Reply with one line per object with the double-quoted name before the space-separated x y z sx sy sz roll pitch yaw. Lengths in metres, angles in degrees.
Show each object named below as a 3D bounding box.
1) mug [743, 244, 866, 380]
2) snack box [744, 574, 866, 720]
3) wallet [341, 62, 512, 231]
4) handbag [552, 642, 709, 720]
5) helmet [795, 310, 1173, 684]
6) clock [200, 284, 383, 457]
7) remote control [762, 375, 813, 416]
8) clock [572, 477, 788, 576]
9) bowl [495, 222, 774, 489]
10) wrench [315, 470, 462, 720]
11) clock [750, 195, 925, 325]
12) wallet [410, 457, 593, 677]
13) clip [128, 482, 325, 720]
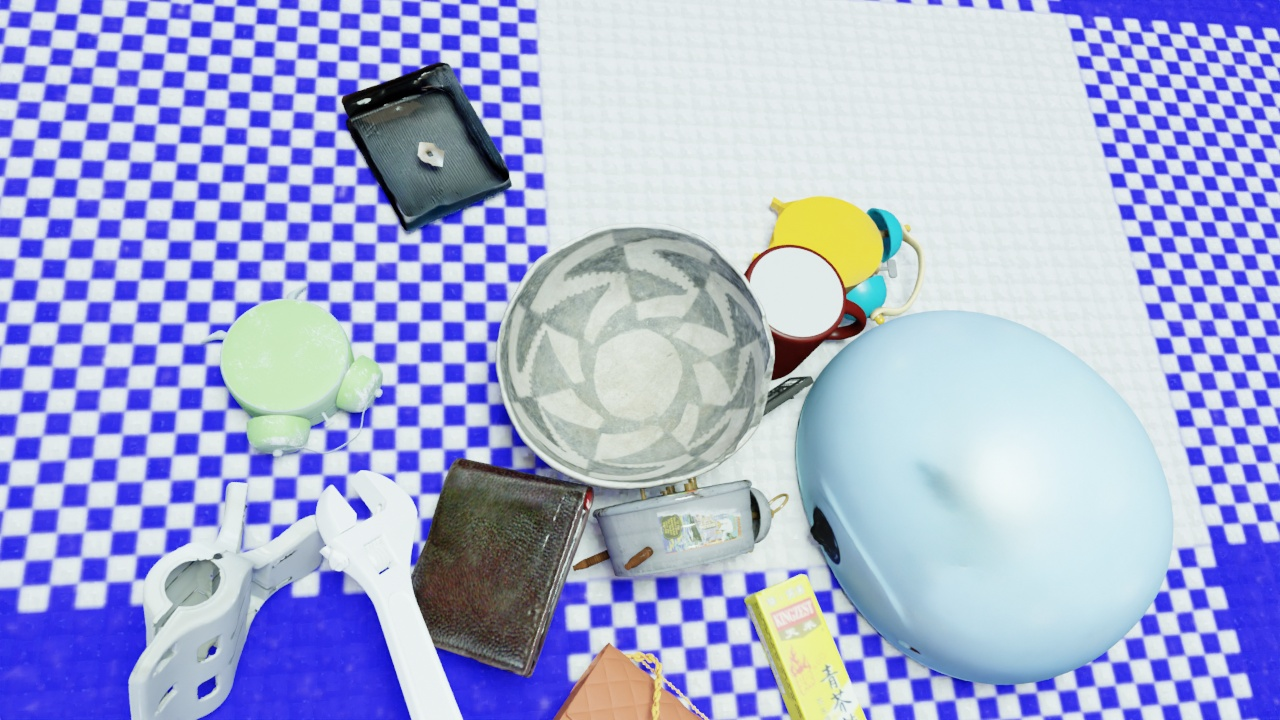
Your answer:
"mug" 0.114 -0.032 0.662 0.105 0.083 0.073 4 70 -9
"snack box" 0.116 0.218 0.601 0.040 0.029 0.148 -17 74 -16
"wallet" -0.160 -0.159 0.687 0.089 0.026 0.115 -26 77 -18
"handbag" 0.025 0.256 0.542 0.172 0.060 0.108 39 36 4
"helmet" 0.227 0.073 0.605 0.225 0.167 0.265 -28 68 -9
"clock" -0.228 0.009 0.605 0.094 0.043 0.119 -35 80 -19
"remote control" 0.063 0.048 0.652 0.139 0.030 0.009 -31 98 -19
"clock" 0.035 0.103 0.594 0.147 0.104 0.056 -6 81 -29
"bowl" -0.004 0.004 0.615 0.178 0.081 0.178 0 73 0
"wrench" -0.122 0.183 0.519 0.066 0.018 0.273 5 51 -52
"clock" 0.155 -0.081 0.709 0.129 0.044 0.099 19 64 6
"wallet" -0.091 0.127 0.577 0.099 0.031 0.119 9 69 23
"clip" -0.243 0.141 0.520 0.075 0.125 0.143 25 43 -5
